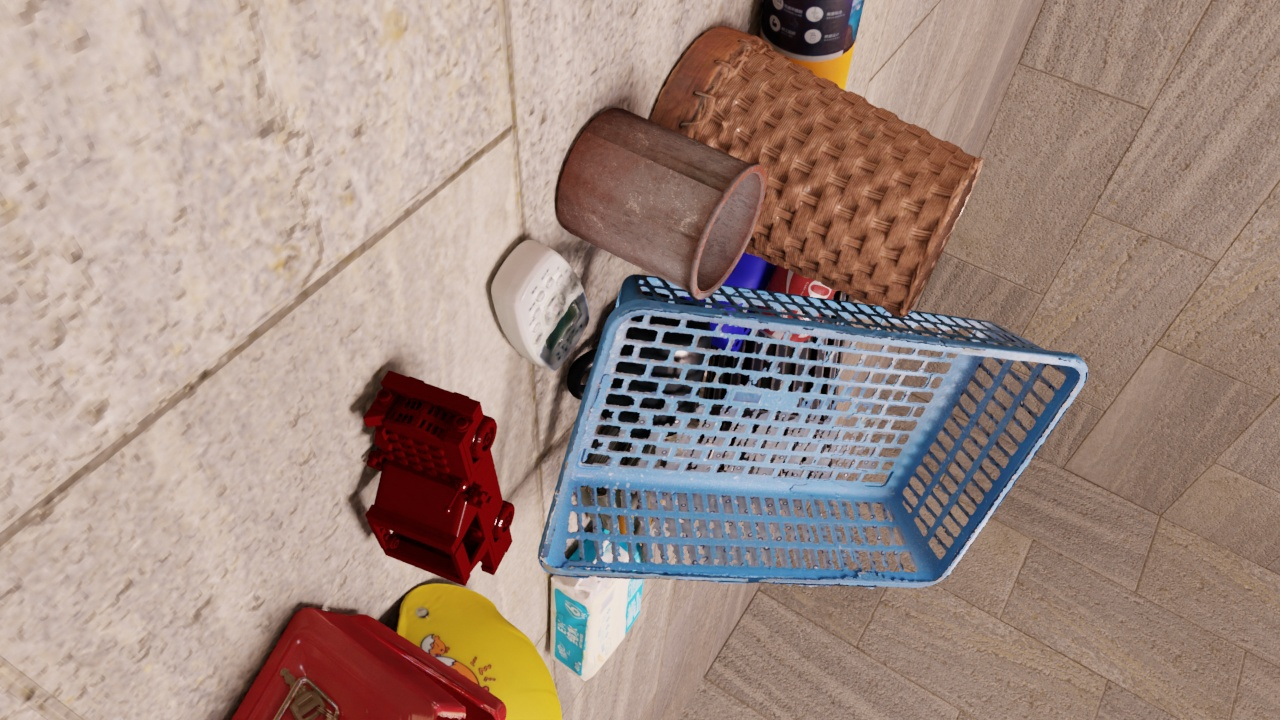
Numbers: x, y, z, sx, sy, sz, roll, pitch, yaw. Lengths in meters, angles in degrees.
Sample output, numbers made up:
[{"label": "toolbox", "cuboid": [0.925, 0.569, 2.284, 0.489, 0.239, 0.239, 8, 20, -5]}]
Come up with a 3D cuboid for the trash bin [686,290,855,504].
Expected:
[{"label": "trash bin", "cuboid": [0.130, 0.016, 0.903, 0.164, 0.164, 0.227, 30, 68, -72]}]

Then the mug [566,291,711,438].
[{"label": "mug", "cuboid": [-0.004, 0.004, 0.745, 0.121, 0.085, 0.095, -12, 133, -29]}]

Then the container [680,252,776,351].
[{"label": "container", "cuboid": [0.074, -0.077, 0.813, 0.113, 0.085, 0.084, -60, 161, -3]}]

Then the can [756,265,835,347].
[{"label": "can", "cuboid": [0.137, -0.063, 0.778, 0.097, 0.054, 0.054, -65, 161, 16]}]

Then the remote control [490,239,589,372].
[{"label": "remote control", "cuboid": [-0.063, -0.035, 0.594, 0.060, 0.028, 0.114, -56, 161, -16]}]

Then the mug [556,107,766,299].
[{"label": "mug", "cuboid": [0.018, -0.100, 0.598, 0.096, 0.110, 0.123, -58, 162, 5]}]

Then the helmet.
[{"label": "helmet", "cuboid": [-0.148, 0.298, 0.667, 0.239, 0.140, 0.209, -52, 159, -27]}]

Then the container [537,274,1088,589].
[{"label": "container", "cuboid": [0.116, 0.056, 0.705, 0.089, 0.362, 0.258, -105, -153, -50]}]

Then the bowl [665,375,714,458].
[{"label": "bowl", "cuboid": [0.056, 0.069, 1.008, 0.115, 0.062, 0.115, -52, 159, -29]}]

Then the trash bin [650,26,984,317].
[{"label": "trash bin", "cuboid": [0.125, -0.134, 0.666, 0.151, 0.210, 0.151, -52, 160, -28]}]

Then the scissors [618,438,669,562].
[{"label": "scissors", "cuboid": [0.003, 0.170, 0.905, 0.229, 0.016, 0.113, 91, 23, -49]}]

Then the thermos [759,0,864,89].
[{"label": "thermos", "cuboid": [0.128, -0.293, 0.681, 0.076, 0.091, 0.233, -25, 149, -15]}]

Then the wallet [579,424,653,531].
[{"label": "wallet", "cuboid": [-0.017, 0.110, 0.898, 0.100, 0.054, 0.132, -54, 164, -17]}]

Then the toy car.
[{"label": "toy car", "cuboid": [-0.120, 0.081, 0.541, 0.170, 0.070, 0.061, 91, 20, -54]}]

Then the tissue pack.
[{"label": "tissue pack", "cuboid": [-0.045, 0.254, 1.000, 0.116, 0.066, 0.210, -46, 154, -38]}]

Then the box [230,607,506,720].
[{"label": "box", "cuboid": [-0.174, 0.243, 0.545, 0.157, 0.137, 0.126, -59, 156, -8]}]
